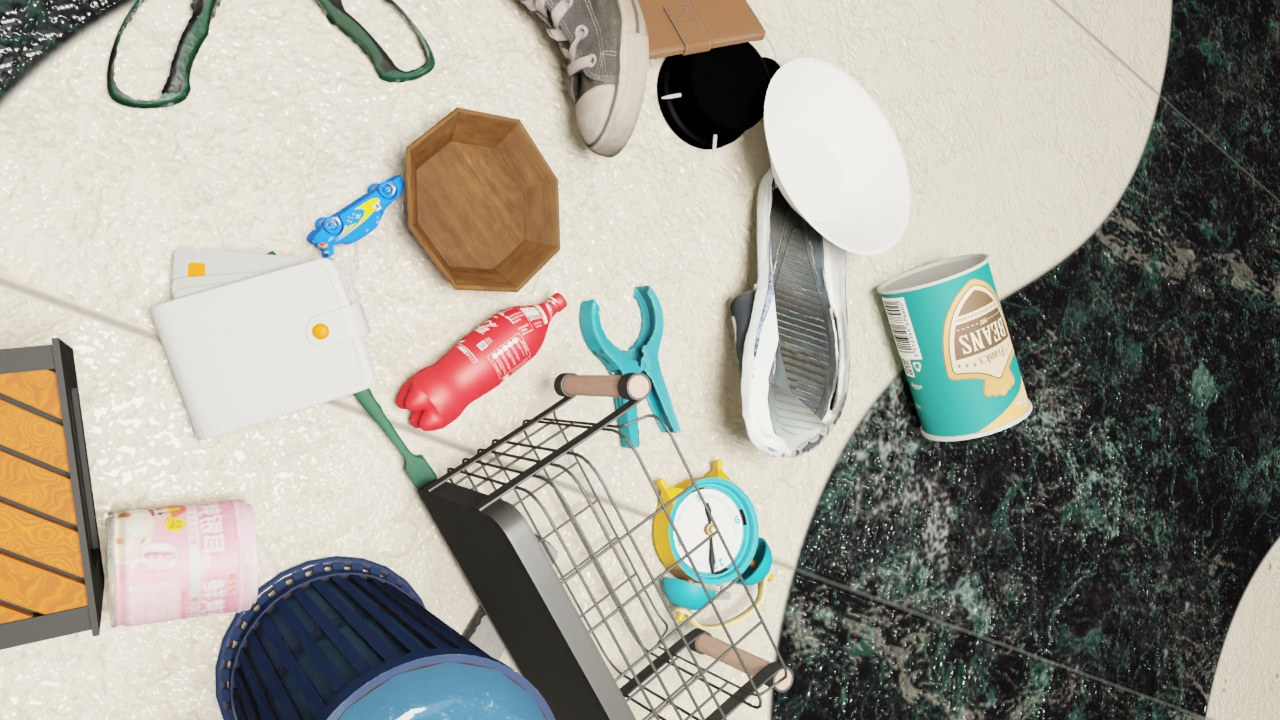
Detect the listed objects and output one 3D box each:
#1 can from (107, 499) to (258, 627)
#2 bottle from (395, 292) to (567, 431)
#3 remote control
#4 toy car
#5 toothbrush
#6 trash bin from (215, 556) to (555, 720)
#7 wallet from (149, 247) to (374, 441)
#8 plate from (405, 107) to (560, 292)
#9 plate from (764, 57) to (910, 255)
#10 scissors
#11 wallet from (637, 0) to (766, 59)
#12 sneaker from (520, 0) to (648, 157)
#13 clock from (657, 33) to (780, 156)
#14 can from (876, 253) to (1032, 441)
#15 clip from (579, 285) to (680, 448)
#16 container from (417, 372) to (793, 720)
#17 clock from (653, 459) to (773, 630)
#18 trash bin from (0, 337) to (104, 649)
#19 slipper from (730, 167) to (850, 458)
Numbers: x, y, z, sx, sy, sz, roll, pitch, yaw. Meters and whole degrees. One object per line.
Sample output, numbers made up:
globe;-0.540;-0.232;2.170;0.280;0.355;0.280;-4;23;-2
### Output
can;-0.269;0.118;0.540;0.076;0.067;0.067;-1;89;-29
bottle;-0.107;-0.003;0.648;0.141;0.042;0.042;-40;107;-24
remote control;-0.104;0.189;0.661;0.033;0.013;0.136;38;72;-24
toy car;-0.184;-0.076;0.614;0.091;0.033;0.062;-39;114;-20
toothbrush;-0.194;0.010;0.615;0.016;0.017;0.190;-34;104;-8
trash bin;-0.145;0.197;0.502;0.139;0.250;0.139;1;88;-29
wallet;-0.234;-0.023;0.571;0.118;0.037;0.115;-18;98;-12
plate;-0.114;-0.109;0.644;0.131;0.025;0.131;2;87;-43
plate;0.156;-0.164;0.771;0.173;0.036;0.173;13;68;-34
scissors;-0.247;-0.220;0.592;0.201;0.015;0.205;41;72;-23
wallet;0.027;-0.272;0.716;0.120;0.013;0.087;-16;65;-18
sneaker;-0.071;-0.257;0.647;0.119;0.095;0.235;-13;97;-26
clock;0.069;-0.231;0.751;0.091;0.043;0.120;45;69;-21
can;0.285;-0.012;0.834;0.099;0.099;0.144;-25;101;-28
clip;0.009;-0.004;0.724;0.120;0.030;0.130;-38;106;-29
container;-0.022;0.142;0.604;0.130;0.163;0.241;-33;105;-26
clock;0.057;0.150;0.738;0.099;0.044;0.129;-15;89;-29
trash bin;-0.368;0.070;0.444;0.171;0.140;0.139;-8;92;-29
slipper;0.120;-0.041;0.767;0.111;0.063;0.263;18;68;-31
